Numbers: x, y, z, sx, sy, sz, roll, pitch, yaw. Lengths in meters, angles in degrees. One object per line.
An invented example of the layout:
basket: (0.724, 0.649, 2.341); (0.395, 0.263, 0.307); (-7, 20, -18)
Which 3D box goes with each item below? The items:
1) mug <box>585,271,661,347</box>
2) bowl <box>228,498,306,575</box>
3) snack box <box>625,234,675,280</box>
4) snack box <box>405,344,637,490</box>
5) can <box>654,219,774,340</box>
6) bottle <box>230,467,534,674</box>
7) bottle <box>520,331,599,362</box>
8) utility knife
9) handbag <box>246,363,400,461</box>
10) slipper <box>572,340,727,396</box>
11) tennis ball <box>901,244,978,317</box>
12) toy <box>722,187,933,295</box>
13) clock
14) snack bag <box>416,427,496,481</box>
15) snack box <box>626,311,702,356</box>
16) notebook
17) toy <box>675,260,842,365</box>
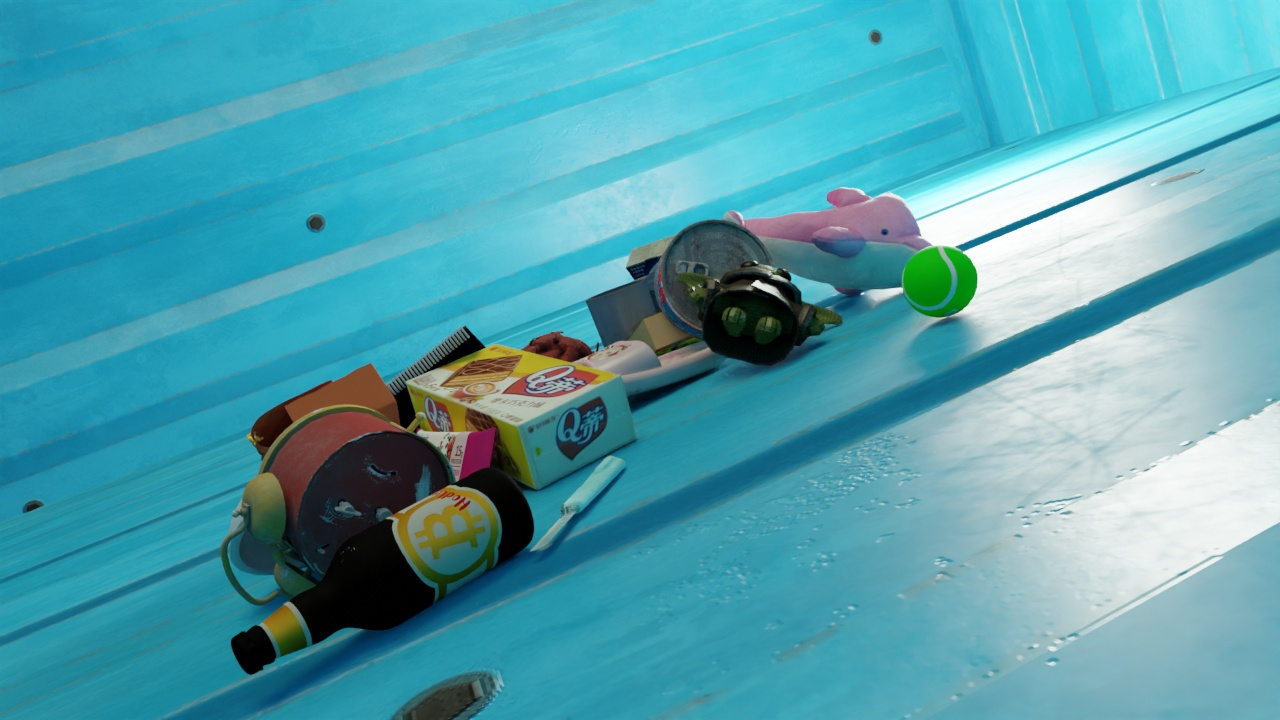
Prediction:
mug: (-0.003, -0.052, 1.212); (0.084, 0.104, 0.123); (-12, 11, 45)
bowl: (-0.253, 0.104, 0.717); (0.149, 0.043, 0.150); (-32, -25, -17)
snack box: (0.078, -0.111, 1.275); (0.145, 0.145, 0.042); (-16, 39, 27)
snack box: (-0.115, 0.043, 0.844); (0.109, 0.062, 0.231); (-25, 22, -31)
can: (0.083, -0.090, 1.031); (0.129, 0.130, 0.044); (-22, -7, -13)
bottle: (-0.150, 0.126, 0.543); (0.181, 0.059, 0.059); (-27, 10, -38)
bottle: (-0.099, 0.013, 1.105); (0.099, 0.099, 0.111); (-16, -1, 23)
utility knife: (-0.043, 0.096, 0.639); (0.022, 0.015, 0.165); (-18, 6, 19)
handbag: (-0.265, 0.084, 0.785); (0.108, 0.060, 0.172); (-27, -28, -25)
slipper: (-0.006, 0.006, 0.969); (0.221, 0.055, 0.107); (-13, 5, -22)
tennis ball: (0.268, -0.071, 0.823); (0.065, 0.065, 0.065); (-20, 8, 3)
toy: (0.224, -0.152, 1.082); (0.266, 0.127, 0.186); (8, -14, 22)
clock: (-0.202, 0.104, 0.622); (0.158, 0.117, 0.081); (-34, 32, -32)
snack bag: (-0.173, 0.094, 0.815); (0.016, 0.070, 0.197); (14, -11, -30)
snack box: (0.039, -0.033, 1.102); (0.088, 0.040, 0.126); (-22, -7, -13)
notebook: (-0.246, 0.052, 0.976); (0.206, 0.016, 0.149); (-38, -16, -5)
toy: (0.118, -0.054, 0.931); (0.179, 0.078, 0.152); (16, 24, 6)
